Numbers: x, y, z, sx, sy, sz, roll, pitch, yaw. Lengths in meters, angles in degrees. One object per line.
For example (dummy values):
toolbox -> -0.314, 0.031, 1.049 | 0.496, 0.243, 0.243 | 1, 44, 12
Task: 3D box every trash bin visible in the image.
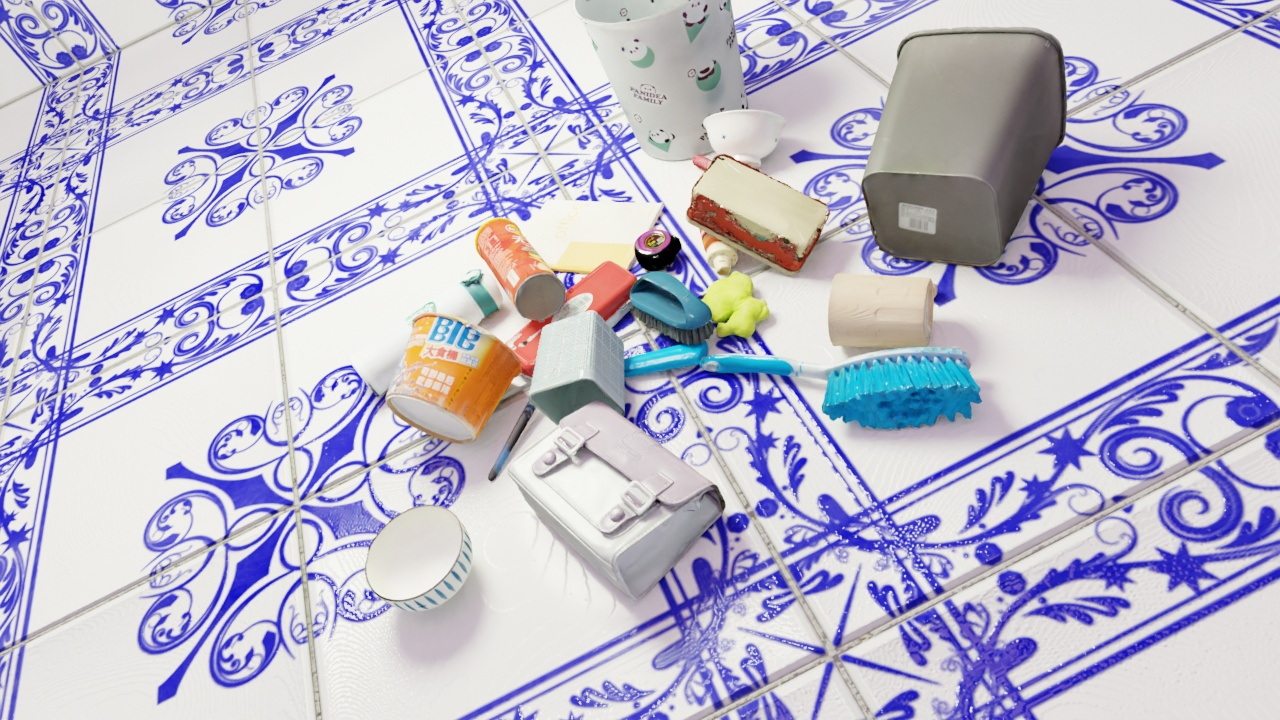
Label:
trash bin -> 0.377, -0.247, 1.096 | 0.199, 0.199, 0.219 | 12, 62, 33
trash bin -> 0.046, -0.455, 1.373 | 0.230, 0.252, 0.229 | -12, 46, 12

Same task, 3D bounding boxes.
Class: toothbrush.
toothbrush -> -0.140, 0.065, 1.130 | 0.014, 0.016, 0.189 | 26, 68, 6

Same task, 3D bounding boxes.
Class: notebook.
notebook -> -0.083, -0.184, 1.351 | 0.207, 0.010, 0.145 | 8, 54, 29

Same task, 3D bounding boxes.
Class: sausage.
sausage -> 0.123, -0.272, 1.338 | 0.020, 0.020, 0.156 | -38, 47, -13

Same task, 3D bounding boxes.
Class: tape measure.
tape measure -> 0.021, -0.149, 1.257 | 0.058, 0.039, 0.057 | 21, 60, 30

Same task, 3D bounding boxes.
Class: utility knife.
utility knife -> -0.007, 0.007, 1.141 | 0.186, 0.018, 0.034 | -12, 39, 16

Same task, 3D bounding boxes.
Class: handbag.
handbag -> -0.028, 0.138, 0.981 | 0.144, 0.098, 0.197 | -38, 46, -21

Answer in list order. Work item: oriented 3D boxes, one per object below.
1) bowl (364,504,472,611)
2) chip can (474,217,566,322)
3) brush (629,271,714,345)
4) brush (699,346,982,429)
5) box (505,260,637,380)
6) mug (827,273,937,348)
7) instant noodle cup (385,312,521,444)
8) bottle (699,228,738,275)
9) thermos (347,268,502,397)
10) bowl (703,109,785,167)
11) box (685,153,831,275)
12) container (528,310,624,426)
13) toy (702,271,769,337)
bowl -> -0.234, 0.224, 1.005 | 0.116, 0.066, 0.116 | -12, 47, 13
chip can -> -0.168, -0.129, 1.256 | 0.073, 0.073, 0.216 | -31, 35, -6
brush -> 0.035, -0.073, 1.147 | 0.055, 0.073, 0.144 | -30, 34, -22
brush -> 0.208, 0.023, 1.014 | 0.315, 0.060, 0.109 | -6, 42, 21
box -> -0.086, -0.049, 1.215 | 0.201, 0.047, 0.087 | -41, 48, -16
mug -> 0.279, -0.063, 1.048 | 0.104, 0.084, 0.124 | 4, 25, 24
instant noodle cup -> -0.237, 0.027, 1.136 | 0.151, 0.151, 0.111 | 7, 62, 28
bottle -> 0.107, -0.174, 1.231 | 0.067, 0.067, 0.149 | -11, 53, 14
thermos -> -0.293, -0.044, 1.270 | 0.224, 0.073, 0.073 | -37, 46, -12
bowl -> 0.149, -0.313, 1.323 | 0.118, 0.118, 0.064 | 1, 89, 24
box -> 0.149, -0.190, 1.167 | 0.168, 0.077, 0.091 | 29, 62, 11
container -> -0.071, 0.010, 1.100 | 0.090, 0.090, 0.111 | -16, 49, 25
toy -> 0.115, -0.069, 1.148 | 0.100, 0.031, 0.096 | 26, 66, 38
